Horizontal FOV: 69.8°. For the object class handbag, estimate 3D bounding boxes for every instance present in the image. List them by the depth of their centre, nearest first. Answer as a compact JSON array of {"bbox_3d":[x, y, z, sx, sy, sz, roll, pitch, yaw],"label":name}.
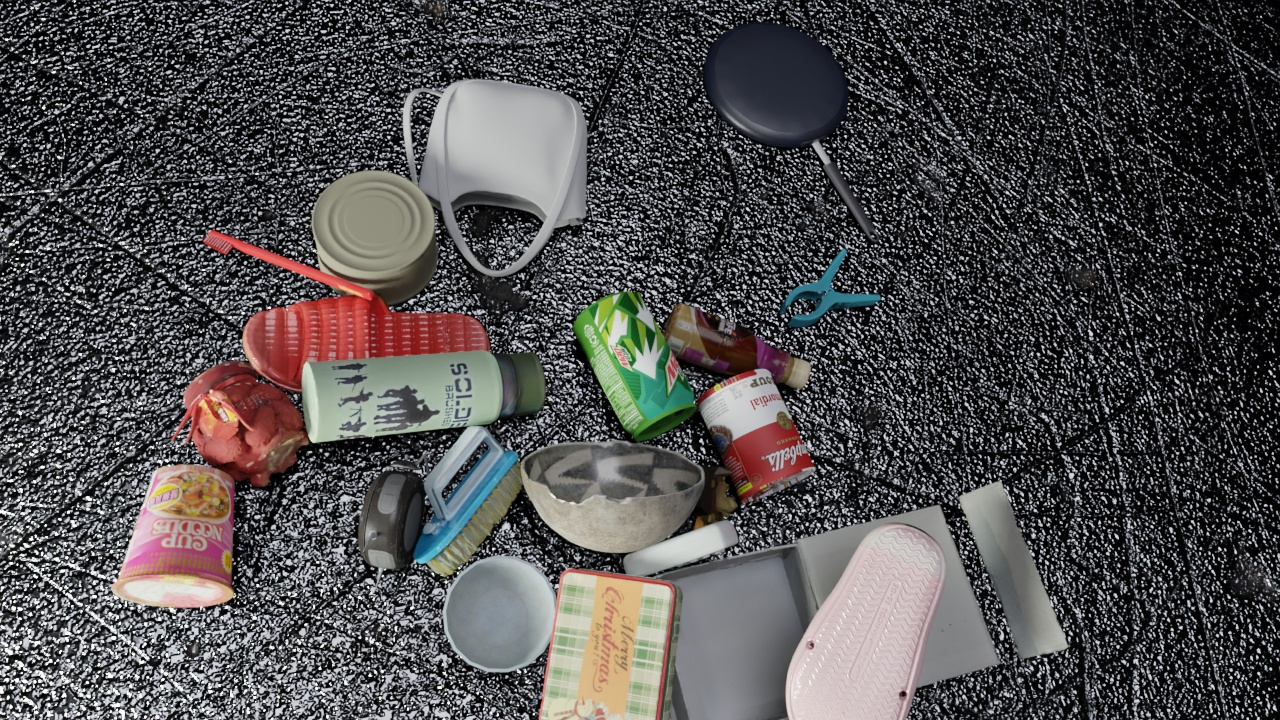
[{"bbox_3d":[-0.168,-0.203,1.050,0.215,0.096,0.222,7,79,-8],"label":"handbag"}]

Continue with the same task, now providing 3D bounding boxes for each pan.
[{"bbox_3d":[0.217,-0.301,1.189,0.198,0.021,0.356,-22,74,-19],"label":"pan"}]

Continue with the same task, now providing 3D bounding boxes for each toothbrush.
[{"bbox_3d":[-0.368,-0.096,0.951,0.213,0.012,0.017,20,63,16],"label":"toothbrush"}]

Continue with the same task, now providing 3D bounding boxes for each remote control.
[{"bbox_3d":[0.040,0.185,0.893,0.114,0.060,0.028,-23,77,18],"label":"remote control"}]

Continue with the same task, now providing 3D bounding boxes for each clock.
[{"bbox_3d":[-0.235,0.145,0.865,0.044,0.091,0.122,8,49,1],"label":"clock"}]

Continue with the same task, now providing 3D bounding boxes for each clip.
[{"bbox_3d":[0.213,-0.085,1.093,0.119,0.027,0.102,-30,73,-22],"label":"clip"}]

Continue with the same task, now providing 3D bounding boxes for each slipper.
[{"bbox_3d":[0.202,0.250,0.821,0.107,0.056,0.221,23,82,12],"label":"slipper"},{"bbox_3d":[-0.279,-0.020,0.944,0.248,0.059,0.103,1,67,-13],"label":"slipper"}]

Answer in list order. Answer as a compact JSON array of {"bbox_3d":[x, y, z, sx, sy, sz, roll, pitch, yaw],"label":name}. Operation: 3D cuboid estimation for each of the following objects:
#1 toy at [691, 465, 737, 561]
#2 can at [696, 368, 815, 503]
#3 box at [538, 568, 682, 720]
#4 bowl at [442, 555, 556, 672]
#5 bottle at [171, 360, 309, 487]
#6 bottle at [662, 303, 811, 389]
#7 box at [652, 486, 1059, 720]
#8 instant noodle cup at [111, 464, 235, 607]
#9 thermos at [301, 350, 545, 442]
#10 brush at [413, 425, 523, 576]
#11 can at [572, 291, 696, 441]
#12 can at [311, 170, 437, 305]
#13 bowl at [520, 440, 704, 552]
[{"bbox_3d":[0.067,0.157,0.941,0.063,0.076,0.100,7,89,20],"label":"toy"},{"bbox_3d":[0.120,0.079,0.968,0.086,0.087,0.116,-18,72,-18],"label":"can"},{"bbox_3d":[-0.030,0.297,0.831,0.118,0.051,0.205,6,73,13],"label":"box"},{"bbox_3d":[-0.133,0.242,0.872,0.106,0.039,0.106,4,66,-10],"label":"bowl"},{"bbox_3d":[-0.377,0.062,0.868,0.098,0.099,0.111,-35,73,-23],"label":"bottle"},{"bbox_3d":[0.107,-0.010,1.018,0.166,0.060,0.059,20,65,-3],"label":"bottle"},{"bbox_3d":[0.196,0.253,0.904,0.368,0.099,0.166,-12,71,-9],"label":"box"},{"bbox_3d":[-0.410,0.156,0.826,0.097,0.098,0.108,2,60,-11],"label":"instant noodle cup"},{"bbox_3d":[-0.208,0.033,0.906,0.231,0.083,0.082,-5,68,-30],"label":"thermos"},{"bbox_3d":[-0.176,0.136,0.887,0.075,0.055,0.135,49,62,-26],"label":"brush"},{"bbox_3d":[-0.006,0.006,0.975,0.083,0.083,0.144,-22,73,-20],"label":"can"},{"bbox_3d":[-0.282,-0.131,0.981,0.127,0.073,0.127,4,67,-10],"label":"can"},{"bbox_3d":[-0.029,0.138,0.890,0.178,0.178,0.081,2,103,-11],"label":"bowl"}]
